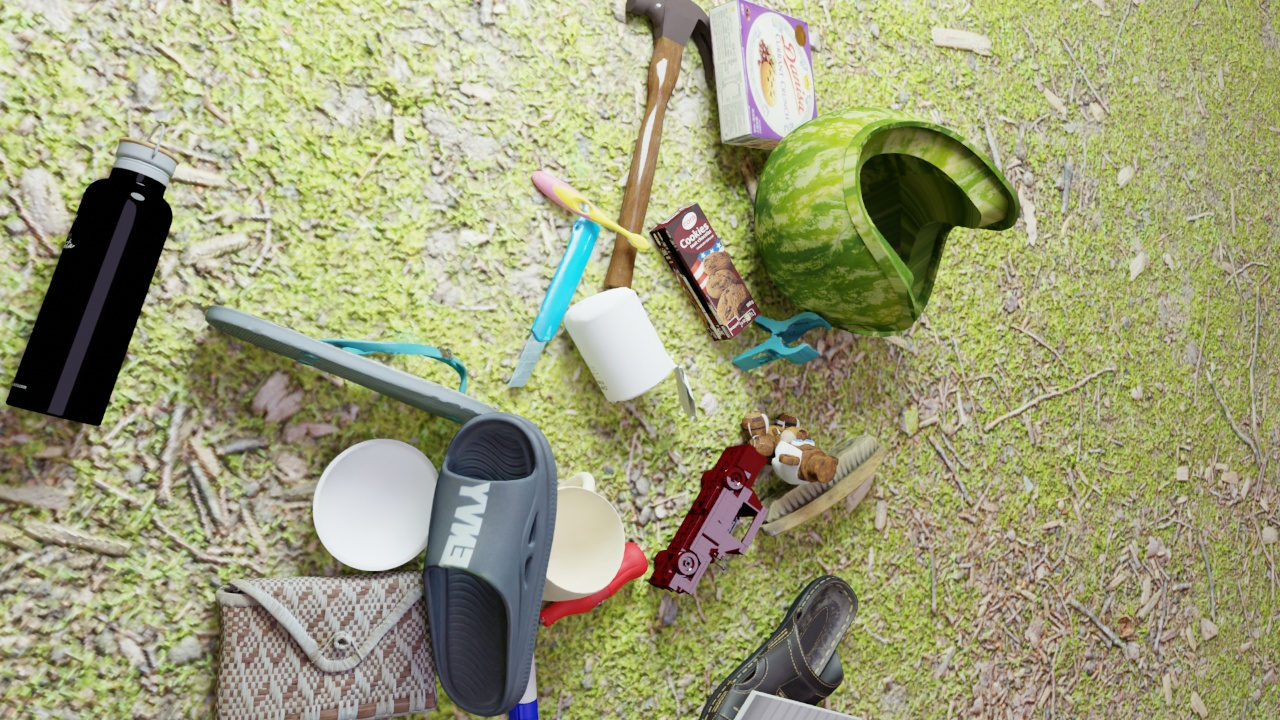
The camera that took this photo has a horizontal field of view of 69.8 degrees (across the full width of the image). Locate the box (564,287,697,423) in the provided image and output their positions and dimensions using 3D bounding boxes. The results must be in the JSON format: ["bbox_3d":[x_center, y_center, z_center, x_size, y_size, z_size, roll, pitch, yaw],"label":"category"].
[{"bbox_3d":[-0.002,0.005,0.905,0.092,0.083,0.166,-29,105,-11],"label":"box"}]

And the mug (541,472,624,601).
[{"bbox_3d":[-0.076,0.162,0.847,0.096,0.100,0.120,28,59,-22],"label":"mug"}]

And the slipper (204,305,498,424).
[{"bbox_3d":[-0.218,-0.003,0.767,0.268,0.098,0.054,24,77,-27],"label":"slipper"}]

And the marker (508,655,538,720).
[{"bbox_3d":[-0.113,0.283,0.863,0.027,0.023,0.133,-5,91,-45],"label":"marker"}]

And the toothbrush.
[{"bbox_3d":[-0.049,-0.147,0.907,0.135,0.016,0.021,32,84,-6],"label":"toothbrush"}]

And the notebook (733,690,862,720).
[{"bbox_3d":[0.145,0.427,0.972,0.209,0.009,0.142,30,92,-40],"label":"notebook"}]

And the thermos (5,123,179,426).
[{"bbox_3d":[-0.396,-0.070,0.682,0.061,0.061,0.231,20,78,-29],"label":"thermos"}]

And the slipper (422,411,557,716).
[{"bbox_3d":[-0.139,0.174,0.752,0.083,0.111,0.268,-13,111,-63],"label":"slipper"}]

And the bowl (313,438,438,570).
[{"bbox_3d":[-0.229,0.121,0.788,0.109,0.041,0.110,1,88,-32],"label":"bowl"}]

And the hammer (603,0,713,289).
[{"bbox_3d":[0.010,-0.228,0.954,0.115,0.033,0.322,17,80,-28],"label":"hammer"}]

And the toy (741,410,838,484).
[{"bbox_3d":[0.164,0.097,0.992,0.087,0.113,0.067,5,97,-32],"label":"toy"}]

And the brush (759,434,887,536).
[{"bbox_3d":[0.206,0.139,1.043,0.195,0.059,0.043,-29,92,-27],"label":"brush"}]

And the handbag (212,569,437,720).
[{"bbox_3d":[-0.256,0.241,0.765,0.185,0.047,0.124,4,87,-31],"label":"handbag"}]

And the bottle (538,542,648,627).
[{"bbox_3d":[-0.047,0.222,0.898,0.118,0.036,0.036,-28,103,-28],"label":"bottle"}]

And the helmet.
[{"bbox_3d":[0.232,-0.143,0.964,0.213,0.247,0.243,-44,89,-14],"label":"helmet"}]

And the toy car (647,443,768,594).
[{"bbox_3d":[0.079,0.172,0.956,0.062,0.070,0.169,37,70,-12],"label":"toy car"}]

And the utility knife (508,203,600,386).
[{"bbox_3d":[-0.083,-0.063,0.899,0.031,0.015,0.205,32,69,-25],"label":"utility knife"}]

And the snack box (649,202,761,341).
[{"bbox_3d":[0.070,-0.093,0.983,0.050,0.032,0.141,-40,108,-26],"label":"snack box"}]

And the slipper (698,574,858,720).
[{"bbox_3d":[0.162,0.345,0.998,0.267,0.076,0.113,-43,110,-25],"label":"slipper"}]

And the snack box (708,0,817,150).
[{"bbox_3d":[0.138,-0.306,1.005,0.147,0.041,0.143,-9,93,-49],"label":"snack box"}]

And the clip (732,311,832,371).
[{"bbox_3d":[0.145,-0.009,0.974,0.028,0.127,0.113,31,63,-26],"label":"clip"}]
